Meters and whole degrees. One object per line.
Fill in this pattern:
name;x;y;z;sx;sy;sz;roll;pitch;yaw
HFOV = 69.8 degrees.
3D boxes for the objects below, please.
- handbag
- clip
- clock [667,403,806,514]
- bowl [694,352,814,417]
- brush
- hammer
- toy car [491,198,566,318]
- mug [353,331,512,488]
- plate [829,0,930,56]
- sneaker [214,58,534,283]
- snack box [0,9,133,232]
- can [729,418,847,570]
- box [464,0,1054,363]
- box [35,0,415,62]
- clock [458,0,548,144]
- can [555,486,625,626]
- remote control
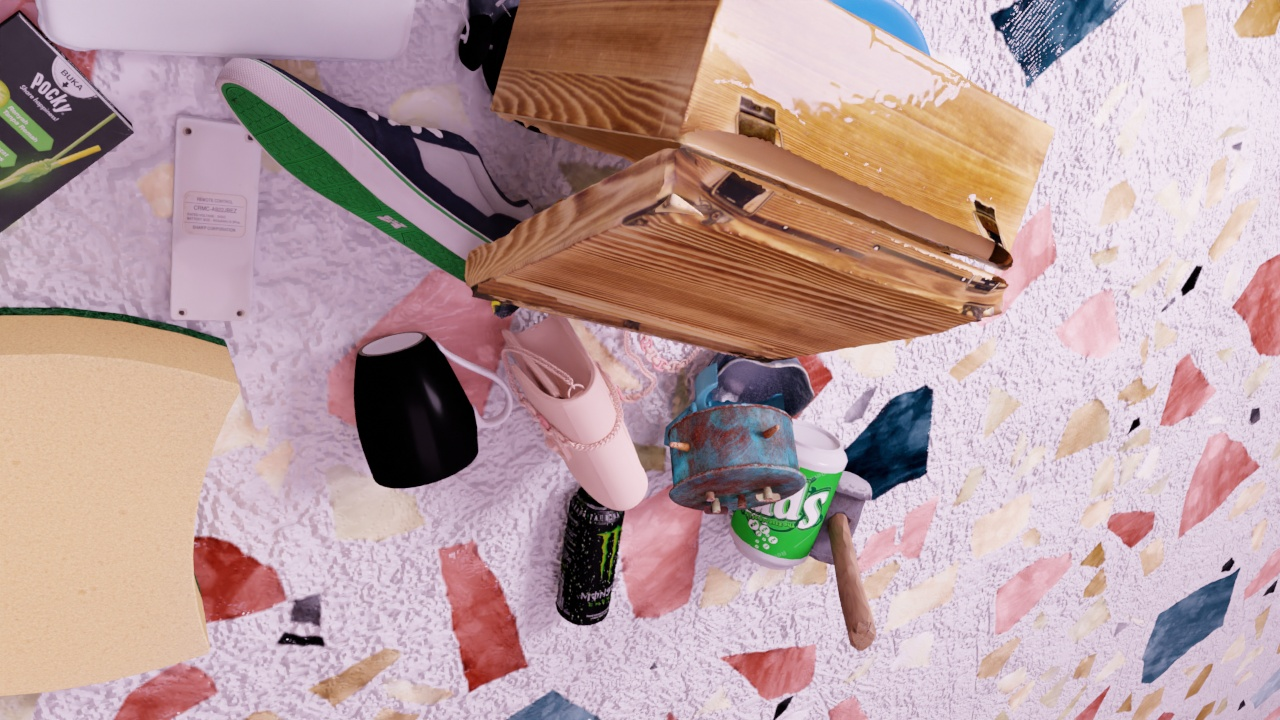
handbag;-0.005;0.004;0.738;0.187;0.116;0.199;-33;138;-10
clip;0.080;0.045;0.835;0.119;0.033;0.121;0;146;-5
clock;0.089;0.102;0.836;0.121;0.073;0.158;-10;154;12
bowl;0.106;0.013;0.858;0.110;0.055;0.110;2;145;1
brush;-0.383;0.095;0.603;0.194;0.075;0.250;2;114;-32
hammer;0.198;0.195;0.888;0.052;0.328;0.098;19;102;5
toy car;-0.083;-0.079;0.713;0.030;0.049;0.107;36;93;5
mug;-0.159;0.029;0.698;0.118;0.085;0.100;-17;110;-16
plate;0.164;-0.207;0.805;0.224;0.024;0.225;-14;122;-25
sneaker;-0.164;-0.135;0.615;0.235;0.084;0.079;35;72;-41
snack box;-0.380;-0.119;0.522;0.147;0.025;0.080;-40;129;-6
can;0.150;0.137;0.943;0.087;0.088;0.140;5;112;-33
box;0.072;-0.097;0.585;0.278;0.259;0.221;13;98;-35
box;-0.228;-0.256;0.517;0.210;0.084;0.186;-5;123;-30
clock;-0.074;-0.217;0.642;0.091;0.042;0.121;-44;129;-4
can;-0.048;0.186;0.871;0.053;0.054;0.138;-5;117;-29
remote control;-0.281;-0.090;0.606;0.050;0.011;0.136;0;115;-31
